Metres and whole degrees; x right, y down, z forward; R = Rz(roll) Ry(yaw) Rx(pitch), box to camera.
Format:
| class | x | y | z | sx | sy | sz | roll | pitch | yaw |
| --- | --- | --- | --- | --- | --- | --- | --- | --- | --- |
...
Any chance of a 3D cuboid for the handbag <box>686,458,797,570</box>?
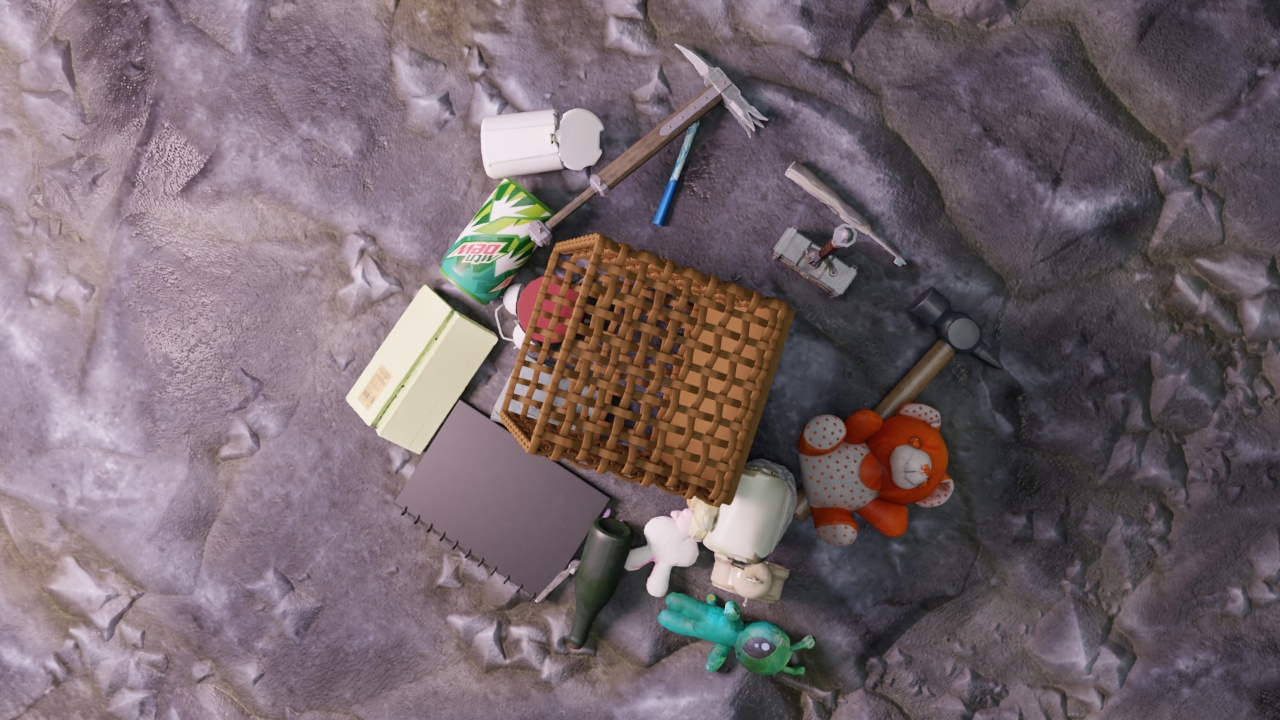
| class | x | y | z | sx | sy | sz | roll | pitch | yaw |
| --- | --- | --- | --- | --- | --- | --- | --- | --- | --- |
| handbag | 0.117 | 0.167 | 1.072 | 0.123 | 0.171 | 0.112 | 15 | 92 | 16 |

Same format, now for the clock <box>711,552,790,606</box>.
| class | x | y | z | sx | sy | sz | roll | pitch | yaw |
| --- | --- | --- | --- | --- | --- | --- | --- | --- | --- |
| clock | 0.129 | 0.260 | 1.088 | 0.093 | 0.141 | 0.054 | 15 | 82 | 5 |

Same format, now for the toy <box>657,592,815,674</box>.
| class | x | y | z | sx | sy | sz | roll | pitch | yaw |
| --- | --- | --- | --- | --- | --- | --- | --- | --- | --- |
| toy | 0.118 | 0.334 | 1.129 | 0.193 | 0.072 | 0.131 | 21 | 132 | 7 |

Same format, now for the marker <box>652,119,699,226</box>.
| class | x | y | z | sx | sy | sz | roll | pitch | yaw |
| --- | --- | --- | --- | --- | --- | --- | --- | --- | --- |
| marker | 0.045 | -0.236 | 1.146 | 0.013 | 0.013 | 0.142 | 21 | 93 | 4 |

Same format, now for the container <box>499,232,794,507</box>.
| class | x | y | z | sx | sy | sz | roll | pitch | yaw |
| --- | --- | --- | --- | --- | --- | --- | --- | --- | --- |
| container | -0.006 | 0.006 | 1.006 | 0.214 | 0.252 | 0.219 | 18 | 90 | -16 |

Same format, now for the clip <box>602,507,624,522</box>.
| class | x | y | z | sx | sy | sz | roll | pitch | yaw |
| --- | --- | --- | --- | --- | --- | --- | --- | --- | --- |
| clip | -0.046 | 0.209 | 1.166 | 0.051 | 0.014 | 0.045 | -22 | 89 | 3 |

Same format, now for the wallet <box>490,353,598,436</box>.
| class | x | y | z | sx | sy | sz | roll | pitch | yaw |
| --- | --- | --- | --- | --- | --- | --- | --- | --- | --- |
| wallet | -0.112 | 0.060 | 1.151 | 0.131 | 0.054 | 0.100 | 25 | 94 | -1 |

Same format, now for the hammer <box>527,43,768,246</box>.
| class | x | y | z | sx | sy | sz | roll | pitch | yaw |
| --- | --- | --- | --- | --- | --- | --- | --- | --- | --- |
| hammer | -0.012 | -0.246 | 1.107 | 0.316 | 0.028 | 0.147 | -40 | 87 | -10 |

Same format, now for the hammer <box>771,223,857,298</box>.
| class | x | y | z | sx | sy | sz | roll | pitch | yaw |
| --- | --- | --- | --- | --- | --- | --- | --- | --- | --- |
| hammer | 0.198 | -0.116 | 0.979 | 0.098 | 0.322 | 0.044 | 35 | 94 | 3 |

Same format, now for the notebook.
| class | x | y | z | sx | sy | sz | roll | pitch | yaw |
| --- | --- | --- | --- | --- | --- | --- | --- | --- | --- |
| notebook | -0.179 | 0.183 | 1.175 | 0.231 | 0.019 | 0.169 | 33 | 93 | 4 |

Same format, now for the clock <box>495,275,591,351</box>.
| class | x | y | z | sx | sy | sz | roll | pitch | yaw |
| --- | --- | --- | --- | --- | --- | --- | --- | --- | --- |
| clock | -0.119 | -0.061 | 1.149 | 0.124 | 0.044 | 0.087 | -15 | 90 | 5 |

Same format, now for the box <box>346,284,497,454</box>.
| class | x | y | z | sx | sy | sz | roll | pitch | yaw |
| --- | --- | --- | --- | --- | --- | --- | --- | --- | --- |
| box | -0.281 | 0.012 | 1.162 | 0.133 | 0.061 | 0.188 | 37 | 95 | 5 |

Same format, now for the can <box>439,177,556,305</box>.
| class | x | y | z | sx | sy | sz | roll | pitch | yaw |
| --- | --- | --- | --- | --- | --- | --- | --- | --- | --- |
| can | -0.176 | -0.146 | 1.133 | 0.083 | 0.083 | 0.144 | 39 | 94 | 3 |

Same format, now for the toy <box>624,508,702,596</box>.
| class | x | y | z | sx | sy | sz | roll | pitch | yaw |
| --- | --- | --- | --- | --- | --- | --- | --- | --- | --- |
| toy | 0.036 | 0.230 | 1.145 | 0.076 | 0.037 | 0.125 | 40 | 101 | 8 |

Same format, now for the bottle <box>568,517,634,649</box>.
| class | x | y | z | sx | sy | sz | roll | pitch | yaw |
| --- | --- | --- | --- | --- | --- | --- | --- | --- | --- |
| bottle | -0.058 | 0.284 | 1.147 | 0.055 | 0.055 | 0.174 | 19 | 105 | 4 |

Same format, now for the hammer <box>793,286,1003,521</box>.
| class | x | y | z | sx | sy | sz | roll | pitch | yaw |
| --- | --- | --- | --- | --- | --- | --- | --- | --- | --- |
| hammer | 0.295 | 0.073 | 1.121 | 0.129 | 0.040 | 0.322 | 41 | 95 | -1 |

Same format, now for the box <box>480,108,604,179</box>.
| class | x | y | z | sx | sy | sz | roll | pitch | yaw |
| --- | --- | --- | --- | --- | --- | --- | --- | --- | --- |
| box | -0.118 | -0.267 | 1.123 | 0.160 | 0.091 | 0.081 | -7 | 99 | 3 |

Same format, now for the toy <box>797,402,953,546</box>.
| class | x | y | z | sx | sy | sz | roll | pitch | yaw |
| --- | --- | --- | --- | --- | --- | --- | --- | --- | --- |
| toy | 0.275 | 0.126 | 1.065 | 0.172 | 0.093 | 0.164 | -13 | 98 | 1 |

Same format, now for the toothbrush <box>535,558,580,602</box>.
| class | x | y | z | sx | sy | sz | roll | pitch | yaw |
| --- | --- | --- | --- | --- | --- | --- | --- | --- | --- |
| toothbrush | -0.097 | 0.263 | 1.087 | 0.010 | 0.181 | 0.010 | 21 | 96 | 9 |

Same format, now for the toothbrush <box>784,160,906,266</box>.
| class | x | y | z | sx | sy | sz | roll | pitch | yaw |
| --- | --- | --- | --- | --- | --- | --- | --- | --- | --- |
| toothbrush | 0.255 | -0.179 | 1.124 | 0.185 | 0.022 | 0.024 | 40 | 97 | 2 |
